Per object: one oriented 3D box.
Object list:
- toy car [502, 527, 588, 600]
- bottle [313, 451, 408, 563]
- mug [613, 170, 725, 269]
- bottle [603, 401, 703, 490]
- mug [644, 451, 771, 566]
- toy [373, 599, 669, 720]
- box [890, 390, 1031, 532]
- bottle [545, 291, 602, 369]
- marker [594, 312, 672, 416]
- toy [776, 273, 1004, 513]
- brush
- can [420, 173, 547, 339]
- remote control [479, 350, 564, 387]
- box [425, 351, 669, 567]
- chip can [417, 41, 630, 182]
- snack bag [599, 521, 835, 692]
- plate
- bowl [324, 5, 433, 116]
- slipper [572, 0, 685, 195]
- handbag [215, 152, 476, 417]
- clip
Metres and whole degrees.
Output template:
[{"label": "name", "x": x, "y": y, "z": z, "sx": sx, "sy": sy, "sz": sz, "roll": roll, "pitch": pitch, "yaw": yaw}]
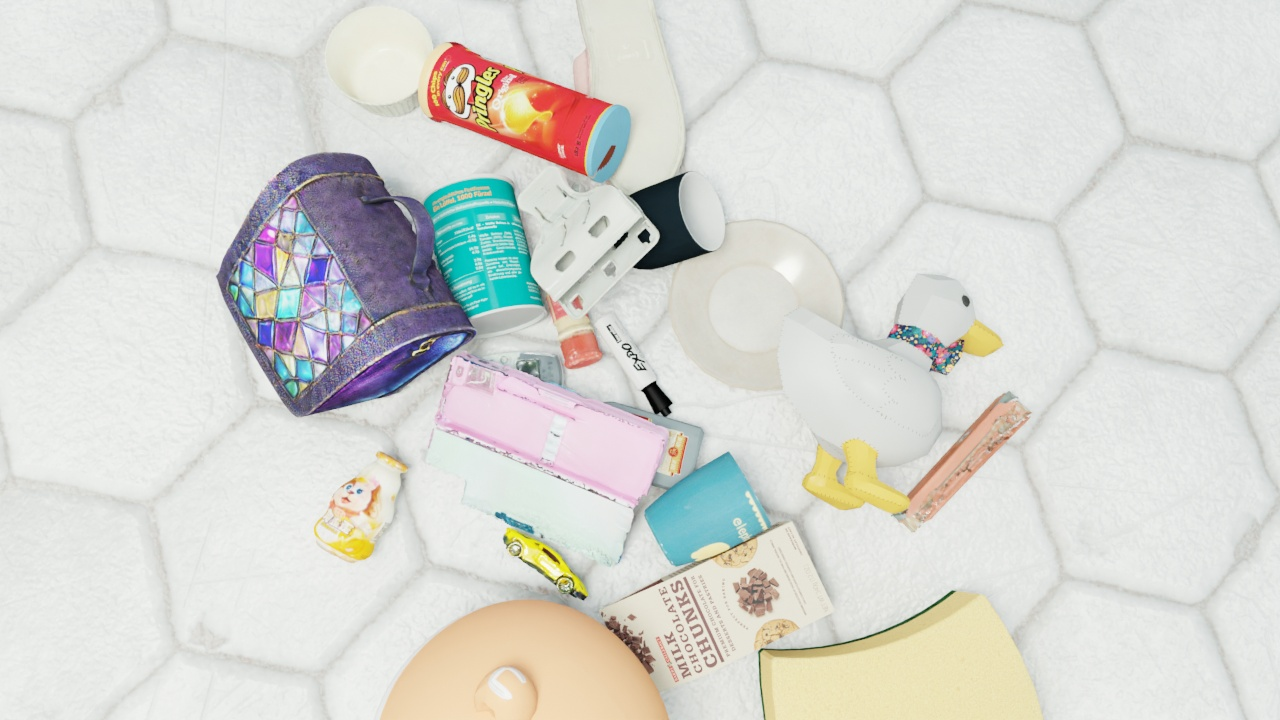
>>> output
[{"label": "toy car", "x": -0.095, "y": 0.204, "z": 0.922, "sx": 0.107, "sy": 0.049, "sz": 0.030, "roll": 37, "pitch": 78, "yaw": 3}, {"label": "bottle", "x": -0.276, "y": 0.145, "z": 0.917, "sx": 0.063, "sy": 0.063, "sz": 0.108, "roll": 29, "pitch": 79, "yaw": 3}, {"label": "mug", "x": 0.034, "y": -0.152, "z": 0.971, "sx": 0.085, "sy": 0.095, "sz": 0.121, "roll": 62, "pitch": 38, "yaw": -19}, {"label": "bottle", "x": -0.021, "y": 0.082, "z": 0.948, "sx": 0.161, "sy": 0.046, "sz": 0.072, "roll": 16, "pitch": 81, "yaw": 1}, {"label": "mug", "x": 0.066, "y": 0.157, "z": 0.907, "sx": 0.104, "sy": 0.112, "sz": 0.084, "roll": -29, "pitch": 57, "yaw": -1}, {"label": "toy", "x": -0.099, "y": 0.339, "z": 0.781, "sx": 0.265, "sy": 0.281, "sz": 0.263, "roll": -37, "pitch": 82, "yaw": -29}, {"label": "box", "x": 0.340, "y": 0.110, "z": 0.961, "sx": 0.186, "sy": 0.058, "sz": 0.053, "roll": -43, "pitch": 114, "yaw": -8}, {"label": "bottle", "x": -0.074, "y": -0.046, "z": 0.972, "sx": 0.044, "sy": 0.044, "sz": 0.109, "roll": -16, "pitch": 80, "yaw": -6}, {"label": "marker", "x": -0.006, "y": 0.006, "z": 0.974, "sx": 0.025, "sy": 0.025, "sz": 0.126, "roll": -33, "pitch": 82, "yaw": -8}, {"label": "toy", "x": 0.243, "y": 0.017, "z": 0.926, "sx": 0.246, "sy": 0.141, "sz": 0.267, "roll": 25, "pitch": 75, "yaw": -18}, {"label": "brush", "x": 0.253, "y": 0.352, "z": 0.894, "sx": 0.250, "sy": 0.075, "sz": 0.195, "roll": -15, "pitch": 80, "yaw": -5}, {"label": "can", "x": -0.162, "y": -0.106, "z": 0.950, "sx": 0.099, "sy": 0.099, "sz": 0.144, "roll": -14, "pitch": 80, "yaw": -5}, {"label": "remote control", "x": -0.138, "y": 0.021, "z": 0.964, "sx": 0.114, "sy": 0.028, "sz": 0.060, "roll": -2, "pitch": 80, "yaw": -3}, {"label": "box", "x": -0.102, "y": 0.101, "z": 0.921, "sx": 0.230, "sy": 0.035, "sz": 0.159, "roll": 21, "pitch": 106, "yaw": 8}, {"label": "chip can", "x": -0.123, "y": -0.261, "z": 0.964, "sx": 0.213, "sy": 0.087, "sz": 0.087, "roll": 24, "pitch": 79, "yaw": 17}, {"label": "snack bag", "x": 0.072, "y": 0.247, "z": 0.909, "sx": 0.206, "sy": 0.070, "sz": 0.094, "roll": -24, "pitch": 81, "yaw": -6}, {"label": "plate", "x": 0.125, "y": -0.059, "z": 0.990, "sx": 0.188, "sy": 0.027, "sz": 0.188, "roll": 0, "pitch": 79, "yaw": -2}, {"label": "bowl", "x": -0.279, "y": -0.320, "z": 1.005, "sx": 0.115, "sy": 0.062, "sz": 0.115, "roll": 0, "pitch": 79, "yaw": -2}, {"label": "slipper", "x": -0.017, "y": -0.311, "z": 1.017, "sx": 0.114, "sy": 0.054, "sz": 0.274, "roll": -8, "pitch": 89, "yaw": -8}, {"label": "handbag", "x": -0.274, "y": -0.072, "z": 0.879, "sx": 0.223, "sy": 0.125, "sz": 0.205, "roll": -39, "pitch": 79, "yaw": 29}, {"label": "clip", "x": -0.064, "y": -0.131, "z": 0.923, "sx": 0.125, "sy": 0.081, "sz": 0.147, "roll": -42, "pitch": 65, "yaw": 11}]
